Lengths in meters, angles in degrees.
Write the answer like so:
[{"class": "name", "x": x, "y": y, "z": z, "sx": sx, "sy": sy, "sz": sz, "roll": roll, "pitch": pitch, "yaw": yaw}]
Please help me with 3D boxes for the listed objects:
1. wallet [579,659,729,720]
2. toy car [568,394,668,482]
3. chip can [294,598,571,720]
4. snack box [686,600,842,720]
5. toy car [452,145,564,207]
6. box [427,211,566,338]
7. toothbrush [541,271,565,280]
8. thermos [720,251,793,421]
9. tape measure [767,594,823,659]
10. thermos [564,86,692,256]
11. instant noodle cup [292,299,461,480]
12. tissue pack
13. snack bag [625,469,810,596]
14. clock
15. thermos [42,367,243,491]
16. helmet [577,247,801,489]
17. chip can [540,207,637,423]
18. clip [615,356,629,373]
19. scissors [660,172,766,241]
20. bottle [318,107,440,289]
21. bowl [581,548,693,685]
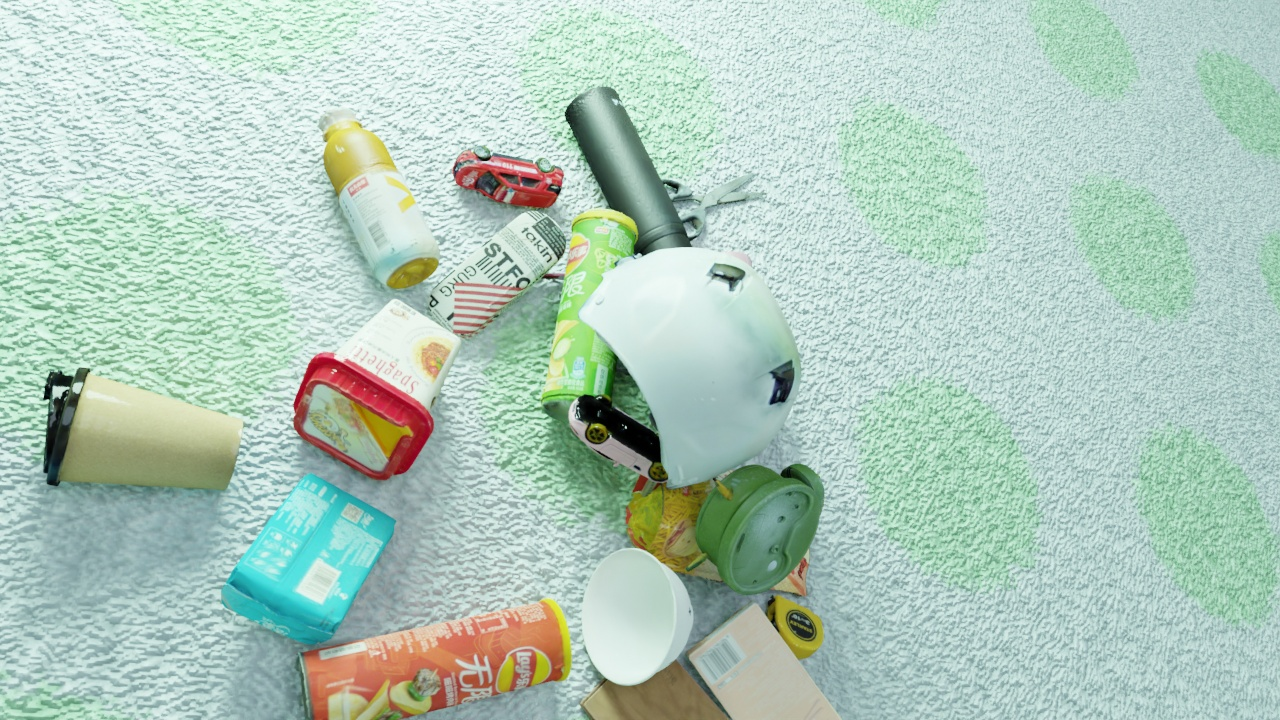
[{"class": "wallet", "x": 0.015, "y": 0.325, "z": 0.839, "sx": 0.115, "sy": 0.020, "sz": 0.101, "roll": 48, "pitch": 55, "yaw": 6}, {"class": "toy car", "x": -0.015, "y": 0.076, "z": 0.859, "sx": 0.122, "sy": 0.037, "sz": 0.056, "roll": 32, "pitch": 31, "yaw": -16}, {"class": "chip can", "x": -0.166, "y": 0.251, "z": 0.754, "sx": 0.216, "sy": 0.073, "sz": 0.073, "roll": -4, "pitch": 69, "yaw": -28}, {"class": "snack box", "x": 0.122, "y": 0.318, "z": 0.870, "sx": 0.084, "sy": 0.026, "sz": 0.157, "roll": -35, "pitch": 84, "yaw": -10}, {"class": "toy car", "x": -0.142, "y": -0.196, "z": 0.990, "sx": 0.120, "sy": 0.053, "sz": 0.045, "roll": 8, "pitch": 66, "yaw": -24}, {"class": "box", "x": -0.144, "y": -0.089, "z": 0.928, "sx": 0.068, "sy": 0.052, "sz": 0.164, "roll": 47, "pitch": 70, "yaw": -12}, {"class": "toothbrush", "x": -0.070, "y": -0.095, "z": 1.000, "sx": 0.187, "sy": 0.016, "sz": 0.017, "roll": -2, "pitch": 58, "yaw": -26}, {"class": "thermos", "x": 0.118, "y": -0.020, "z": 1.023, "sx": 0.087, "sy": 0.067, "sz": 0.198, "roll": 3, "pitch": 65, "yaw": -29}, {"class": "tape measure", "x": 0.153, "y": 0.271, "z": 0.919, "sx": 0.060, "sy": 0.029, "sz": 0.057, "roll": 26, "pitch": 33, "yaw": -9}, {"class": "thermos", "x": -0.006, "y": -0.190, "z": 1.046, "sx": 0.068, "sy": 0.090, "sz": 0.242, "roll": -27, "pitch": 74, "yaw": 9}, {"class": "instant noodle cup", "x": -0.228, "y": 0.021, "z": 0.818, "sx": 0.116, "sy": 0.117, "sz": 0.123, "roll": 32, "pitch": 46, "yaw": -8}, {"class": "tissue pack", "x": -0.266, "y": 0.159, "z": 0.750, "sx": 0.093, "sy": 0.050, "sz": 0.133, "roll": 32, "pitch": 38, "yaw": -9}, {"class": "snack bag", "x": 0.089, "y": 0.166, "z": 0.930, "sx": 0.207, "sy": 0.073, "sz": 0.128, "roll": 14, "pitch": 61, "yaw": -28}, {"class": "clock", "x": 0.119, "y": 0.153, "z": 0.859, "sx": 0.161, "sy": 0.116, "sz": 0.056, "roll": 2, "pitch": 23, "yaw": -40}, {"class": "thermos", "x": -0.398, "y": 0.061, "z": 0.729, "sx": 0.143, "sy": 0.093, "sz": 0.093, "roll": 14, "pitch": 61, "yaw": -28}, {"class": "helmet", "x": 0.069, "y": -0.013, "z": 0.860, "sx": 0.229, "sy": 0.146, "sz": 0.258, "roll": 65, "pitch": 18, "yaw": 0}, {"class": "chip can", "x": -0.051, "y": -0.043, "z": 0.937, "sx": 0.072, "sy": 0.073, "sz": 0.220, "roll": 16, "pitch": 66, "yaw": -18}, {"class": "clip", "x": -0.006, "y": 0.005, "z": 0.981, "sx": 0.058, "sy": 0.038, "sz": 0.026, "roll": 6, "pitch": 66, "yaw": -25}, {"class": "scissors", "x": 0.084, "y": -0.193, "z": 1.123, "sx": 0.164, "sy": 0.014, "sz": 0.162, "roll": 21, "pitch": 58, "yaw": -18}, {"class": "bottle", "x": -0.263, "y": -0.163, "z": 0.907, "sx": 0.067, "sy": 0.068, "sz": 0.189, "roll": -21, "pitch": 77, "yaw": -32}, {"class": "bowl", "x": 0.009, "y": 0.234, "z": 0.836, "sx": 0.064, "sy": 0.119, "sz": 0.118, "roll": 19, "pitch": 57, "yaw": -43}]
